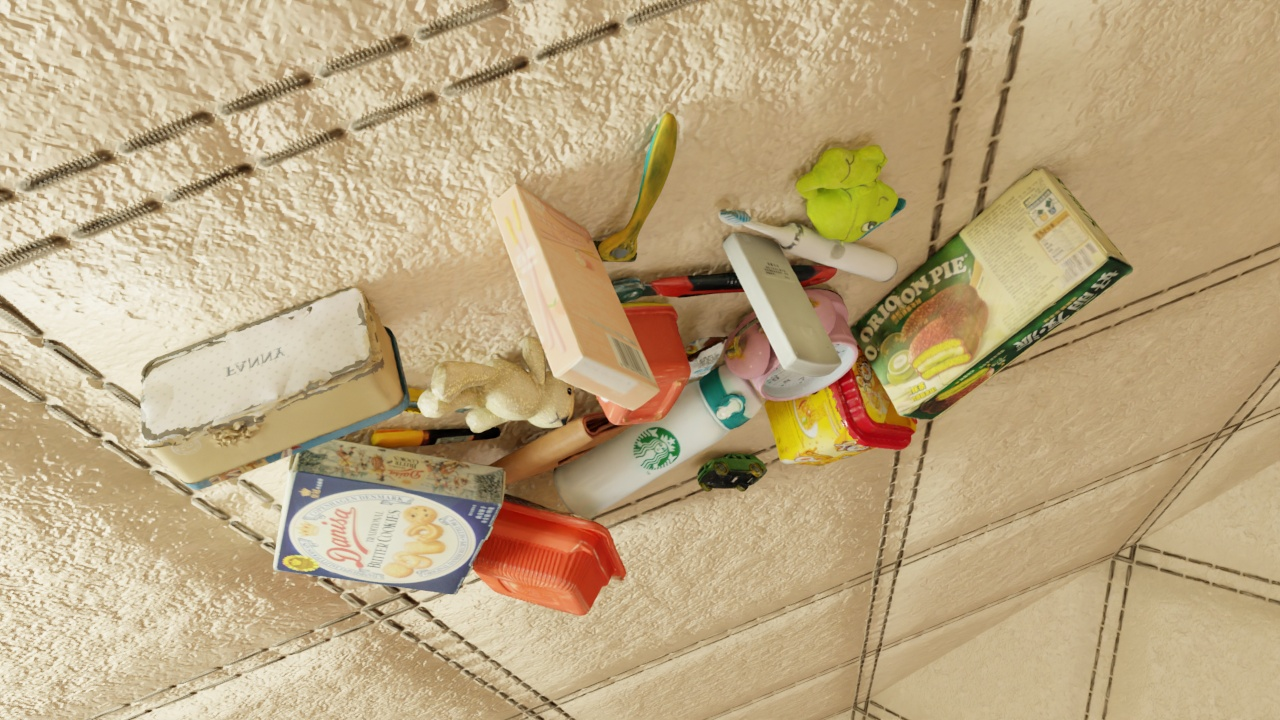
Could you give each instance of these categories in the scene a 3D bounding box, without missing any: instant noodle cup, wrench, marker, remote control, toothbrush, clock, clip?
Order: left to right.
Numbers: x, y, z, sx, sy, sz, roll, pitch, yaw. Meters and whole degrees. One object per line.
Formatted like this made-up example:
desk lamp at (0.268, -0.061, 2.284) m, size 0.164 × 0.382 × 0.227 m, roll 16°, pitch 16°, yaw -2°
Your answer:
marker at (-0.185, 0.069, 0.839) m, size 0.123 × 0.015 × 0.018 m, roll -1°, pitch 144°, yaw -35°
instant noodle cup at (-0.107, 0.212, 0.982) m, size 0.165 × 0.079 × 0.189 m, roll 11°, pitch 153°, yaw 14°
wrench at (0.052, -0.066, 0.775) m, size 0.272 × 0.016 × 0.056 m, roll -4°, pitch 160°, yaw -28°
remote control at (0.112, -0.046, 0.735) m, size 0.056 × 0.135 × 0.019 m, roll 5°, pitch 140°, yaw -38°
clock at (0.141, -0.017, 0.862) m, size 0.117 × 0.059 × 0.158 m, roll -31°, pitch 148°, yaw 20°
toothbrush at (0.146, -0.099, 0.780) m, size 0.220 × 0.026 × 0.026 m, roll 10°, pitch 174°, yaw -40°
instant noodle cup at (0.208, 0.055, 0.979) m, size 0.116 × 0.116 × 0.124 m, roll 9°, pitch 148°, yaw -41°
clip at (0.200, -0.124, 0.788) m, size 0.034 × 0.013 × 0.055 m, roll 12°, pitch 135°, yaw -41°

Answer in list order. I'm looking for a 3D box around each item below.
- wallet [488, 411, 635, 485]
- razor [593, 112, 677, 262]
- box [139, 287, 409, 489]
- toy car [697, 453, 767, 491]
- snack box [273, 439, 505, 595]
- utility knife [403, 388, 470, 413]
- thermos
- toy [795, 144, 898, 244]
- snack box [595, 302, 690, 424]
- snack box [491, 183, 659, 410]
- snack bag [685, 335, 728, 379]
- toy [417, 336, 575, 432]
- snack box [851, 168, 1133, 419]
wallet at (-0.078, 0.084, 0.875) m, size 0.132 × 0.031 × 0.107 m, roll -28°, pitch 172°, yaw 24°
razor at (0.000, -0.120, 0.662) m, size 0.043 × 0.028 × 0.133 m, roll 0°, pitch 140°, yaw -26°
box at (-0.251, 0.016, 0.648) m, size 0.184 × 0.089 × 0.063 m, roll -18°, pitch 142°, yaw -5°
toy car at (0.107, 0.132, 1.091) m, size 0.091 × 0.036 × 0.043 m, roll 3°, pitch 141°, yaw -36°
snack box at (-0.236, 0.148, 0.849) m, size 0.182 × 0.045 × 0.178 m, roll 12°, pitch 137°, yaw -18°
utility knife at (-0.214, 0.030, 0.760) m, size 0.190 × 0.015 × 0.033 m, roll 10°, pitch 138°, yaw -41°
thermos at (0.018, 0.081, 0.929) m, size 0.225 × 0.073 × 0.073 m, roll -33°, pitch 147°, yaw 16°
toy at (0.166, -0.133, 0.737) m, size 0.096 × 0.031 × 0.100 m, roll -7°, pitch 143°, yaw -13°
snack box at (-0.005, 0.005, 0.791) m, size 0.082 × 0.080 × 0.091 m, roll -4°, pitch 144°, yaw -27°
snack box at (-0.045, -0.043, 0.621) m, size 0.026 × 0.157 × 0.084 m, roll -38°, pitch 145°, yaw 19°
snack bag at (0.052, -0.001, 0.842) m, size 0.048 × 0.026 × 0.104 m, roll -26°, pitch 170°, yaw -8°
toy at (-0.116, 0.029, 0.771) m, size 0.157 × 0.066 × 0.105 m, roll 7°, pitch 121°, yaw -50°
snack box at (0.322, -0.055, 0.870) m, size 0.063 × 0.114 × 0.241 m, roll 8°, pitch 137°, yaw -41°
